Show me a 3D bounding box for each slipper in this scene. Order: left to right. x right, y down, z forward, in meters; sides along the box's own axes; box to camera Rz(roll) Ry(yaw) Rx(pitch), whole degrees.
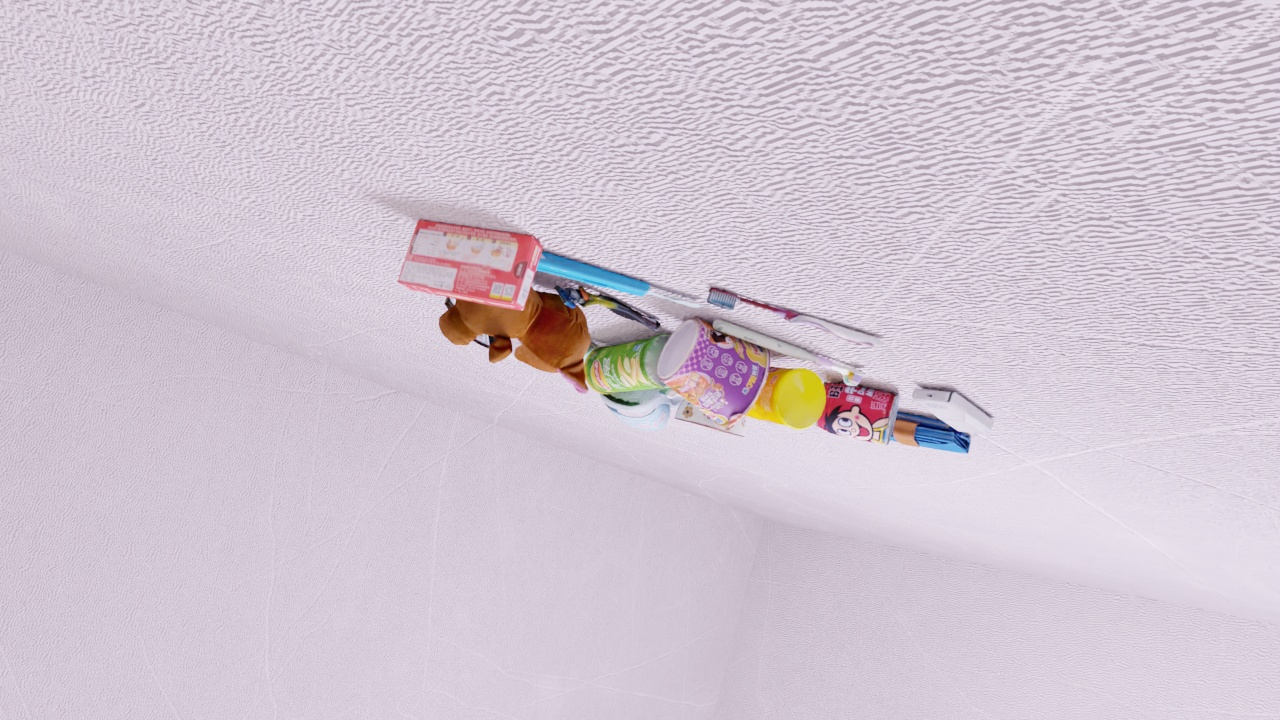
[{"bbox_3d":[0.004,0.072,1.468,0.104,0.074,0.245,12,-178,19],"label":"slipper"}]

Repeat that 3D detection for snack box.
[{"bbox_3d":[-0.182,-0.103,0.976,0.153,0.075,0.025,11,169,25],"label":"snack box"}]

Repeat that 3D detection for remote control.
[{"bbox_3d":[0.374,0.061,1.095,0.049,0.024,0.125,4,163,46],"label":"remote control"}]

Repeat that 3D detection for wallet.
[{"bbox_3d":[0.374,0.099,1.251,0.133,0.040,0.106,9,171,32],"label":"wallet"}]

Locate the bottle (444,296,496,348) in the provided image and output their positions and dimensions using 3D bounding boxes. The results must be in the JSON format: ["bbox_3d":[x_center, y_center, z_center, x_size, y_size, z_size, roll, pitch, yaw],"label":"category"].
[{"bbox_3d":[-0.224,-0.072,1.223,0.080,0.044,0.195,25,163,14],"label":"bottle"}]

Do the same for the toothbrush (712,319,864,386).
[{"bbox_3d":[0.170,-0.010,1.057,0.189,0.020,0.029,21,143,-11],"label":"toothbrush"}]

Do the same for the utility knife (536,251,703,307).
[{"bbox_3d":[-0.031,-0.086,0.992,0.207,0.018,0.034,15,168,0],"label":"utility knife"}]

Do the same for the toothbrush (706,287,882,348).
[{"bbox_3d":[0.158,-0.040,0.936,0.187,0.017,0.016,17,170,0],"label":"toothbrush"}]

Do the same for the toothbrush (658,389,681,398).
[{"bbox_3d":[0.092,0.049,1.294,0.026,0.026,0.220,5,180,34],"label":"toothbrush"}]

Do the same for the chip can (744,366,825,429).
[{"bbox_3d":[0.138,0.039,1.149,0.072,0.072,0.214,22,173,-27],"label":"chip can"}]

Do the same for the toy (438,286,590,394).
[{"bbox_3d":[-0.141,-0.043,1.087,0.199,0.140,0.131,24,144,-32],"label":"toy"}]

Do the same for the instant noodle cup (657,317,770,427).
[{"bbox_3d":[0.081,0.008,1.075,0.099,0.111,0.112,31,164,-20],"label":"instant noodle cup"}]

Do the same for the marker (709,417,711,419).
[{"bbox_3d":[0.174,0.075,1.359,0.146,0.017,0.017,-4,166,6],"label":"marker"}]

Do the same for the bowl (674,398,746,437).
[{"bbox_3d":[0.115,0.077,1.432,0.113,0.062,0.113,15,175,1],"label":"bowl"}]

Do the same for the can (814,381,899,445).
[{"bbox_3d":[0.271,0.065,1.152,0.094,0.066,0.066,13,168,20],"label":"can"}]

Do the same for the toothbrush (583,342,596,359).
[{"bbox_3d":[-0.088,-0.023,1.348,0.027,0.026,0.224,-19,159,11],"label":"toothbrush"}]

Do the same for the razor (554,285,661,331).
[{"bbox_3d":[-0.032,-0.062,1.091,0.142,0.022,0.042,18,-157,-30],"label":"razor"}]

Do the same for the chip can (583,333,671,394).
[{"bbox_3d":[-0.007,0.007,1.261,0.072,0.072,0.222,21,168,-22],"label":"chip can"}]
